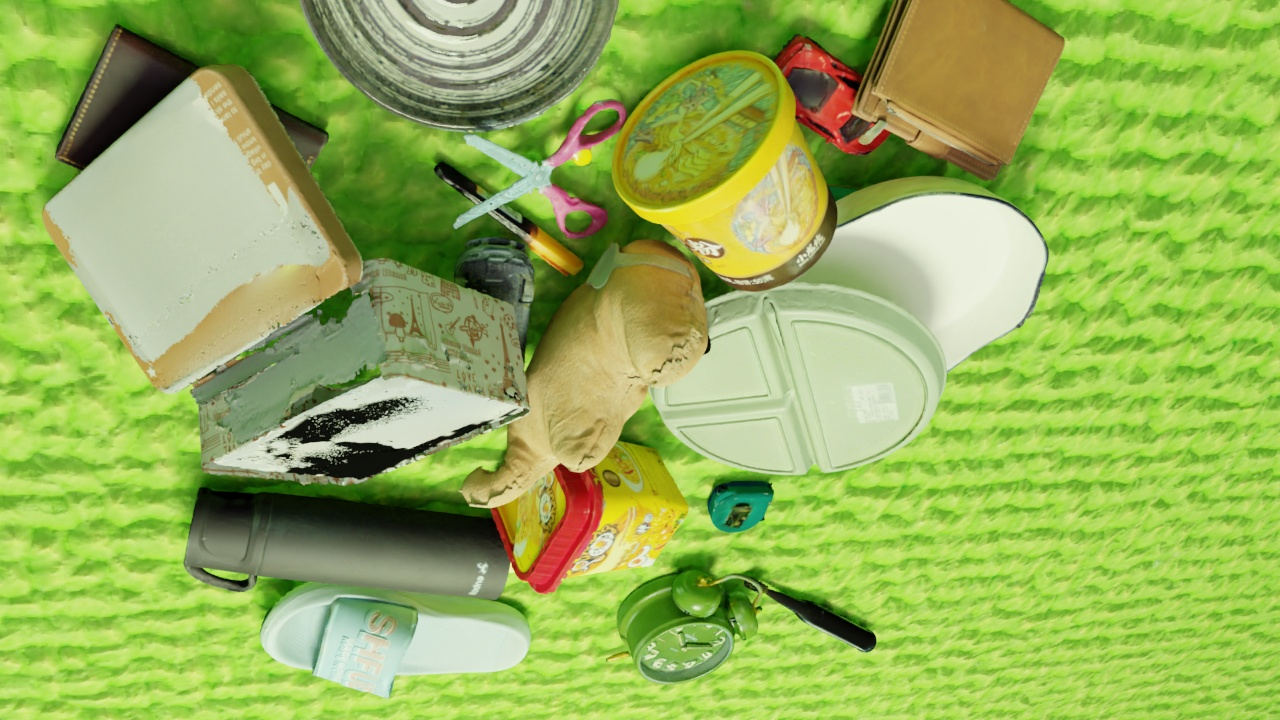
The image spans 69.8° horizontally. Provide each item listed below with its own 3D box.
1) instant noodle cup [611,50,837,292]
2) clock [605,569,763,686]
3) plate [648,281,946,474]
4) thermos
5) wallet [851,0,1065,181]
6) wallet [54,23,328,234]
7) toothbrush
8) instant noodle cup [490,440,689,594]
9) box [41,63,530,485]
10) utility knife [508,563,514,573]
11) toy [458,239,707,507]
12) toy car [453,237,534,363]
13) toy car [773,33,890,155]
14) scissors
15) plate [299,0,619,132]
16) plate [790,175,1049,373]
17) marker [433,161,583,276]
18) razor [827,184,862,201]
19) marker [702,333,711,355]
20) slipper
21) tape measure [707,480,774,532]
[{"bbox_3d":[0.061,-0.112,0.582,0.119,0.118,0.114,-35,137,13],"label":"instant noodle cup"},{"bbox_3d":[0.050,0.260,0.909,0.161,0.056,0.116,-43,127,18],"label":"clock"},{"bbox_3d":[0.117,0.026,0.708,0.230,0.027,0.231,4,143,3],"label":"plate"},{"bbox_3d":[-0.233,0.155,0.741,0.242,0.068,0.090,11,123,-22],"label":"thermos"},{"bbox_3d":[0.206,-0.181,0.597,0.130,0.035,0.119,17,103,-27],"label":"wallet"},{"bbox_3d":[-0.262,-0.126,0.539,0.122,0.020,0.097,26,122,-32],"label":"wallet"},{"bbox_3d":[0.181,0.268,0.971,0.212,0.027,0.026,33,75,-34],"label":"toothbrush"},{"bbox_3d":[-0.038,0.116,0.742,0.123,0.116,0.116,9,125,-36],"label":"instant noodle cup"},{"bbox_3d":[-0.209,-0.021,0.548,0.180,0.132,0.271,-23,129,27],"label":"box"},{"bbox_3d":[-0.120,0.184,0.825,0.208,0.021,0.031,3,129,-9],"label":"utility knife"},{"bbox_3d":[-0.041,0.014,0.628,0.082,0.143,0.226,34,117,-21],"label":"toy"},{"bbox_3d":[-0.104,-0.034,0.645,0.054,0.036,0.121,1,137,-11],"label":"toy car"},{"bbox_3d":[0.128,-0.170,0.605,0.106,0.031,0.049,21,120,-31],"label":"toy car"},{"bbox_3d":[-0.060,-0.114,0.591,0.133,0.017,0.131,-33,143,-9],"label":"scissors"},{"bbox_3d":[-0.099,-0.215,0.511,0.179,0.024,0.180,-7,127,-10],"label":"plate"},{"bbox_3d":[0.189,-0.055,0.679,0.205,0.045,0.205,-5,141,-4],"label":"plate"},{"bbox_3d":[-0.087,-0.093,0.614,0.015,0.018,0.124,-38,127,24],"label":"marker"},{"bbox_3d":[0.157,-0.112,0.660,0.132,0.028,0.043,1,144,-13],"label":"razor"},{"bbox_3d":[-0.004,0.004,0.674,0.132,0.022,0.020,-21,96,40],"label":"marker"},{"bbox_3d":[-0.214,0.259,0.824,0.245,0.074,0.104,13,124,-26],"label":"slipper"},{"bbox_3d":[0.090,0.134,0.841,0.058,0.025,0.055,3,126,-17],"label":"tape measure"}]
